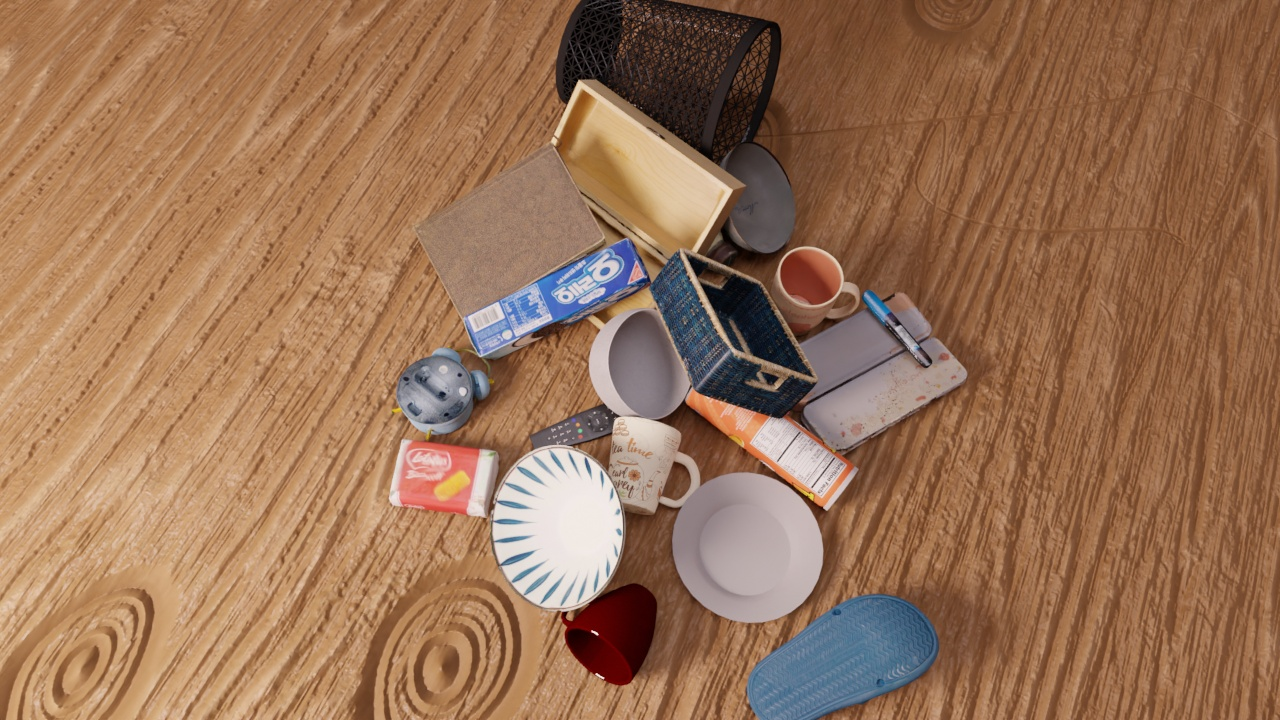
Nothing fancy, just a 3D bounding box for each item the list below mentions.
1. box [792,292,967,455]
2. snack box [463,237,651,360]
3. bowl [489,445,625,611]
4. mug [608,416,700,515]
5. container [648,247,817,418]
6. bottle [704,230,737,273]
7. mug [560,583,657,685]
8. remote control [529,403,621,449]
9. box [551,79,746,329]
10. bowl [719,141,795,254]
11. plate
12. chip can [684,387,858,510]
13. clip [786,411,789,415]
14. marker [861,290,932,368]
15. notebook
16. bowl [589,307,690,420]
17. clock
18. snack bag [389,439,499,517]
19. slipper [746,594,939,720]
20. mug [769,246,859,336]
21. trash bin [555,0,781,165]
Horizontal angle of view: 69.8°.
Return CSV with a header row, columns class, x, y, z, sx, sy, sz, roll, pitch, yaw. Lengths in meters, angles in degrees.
class,x,y,z,sx,sy,sz,roll,pitch,yaw
box,0.285,0.016,1.152,0.216,0.043,0.148,-26,73,-15
snack box,-0.100,-0.072,1.112,0.226,0.059,0.059,-26,82,6
bowl,-0.076,0.183,1.015,0.178,0.070,0.177,-4,82,30
mug,0.016,0.131,1.071,0.122,0.081,0.097,22,70,-23
container,0.104,-0.031,1.071,0.145,0.071,0.187,18,35,-35
bottle,0.058,-0.181,1.216,0.056,0.057,0.162,-40,73,-19
mug,-0.032,0.282,0.992,0.114,0.087,0.088,13,42,32
remote control,-0.072,0.082,1.111,0.124,0.010,0.039,-19,68,-12
box,-0.037,-0.188,1.173,0.247,0.096,0.261,39,98,14
bowl,0.139,-0.210,1.218,0.150,0.057,0.150,9,77,-42
plate,0.122,0.215,1.057,0.173,0.019,0.172,1,65,-3
chip can,0.154,0.089,1.093,0.210,0.062,0.062,37,68,13
clip,0.157,0.053,1.136,0.058,0.035,0.022,38,64,8
marker,0.322,-0.039,1.153,0.018,0.015,0.123,-34,74,-15
notebook,-0.171,-0.177,1.149,0.215,0.034,0.190,-28,84,8
bowl,-0.007,0.006,1.103,0.131,0.064,0.131,5,83,-39
clock,-0.234,0.034,1.101,0.089,0.052,0.124,36,67,14
snack bag,-0.227,0.136,1.062,0.116,0.036,0.076,8,65,0
slipper,0.215,0.325,0.992,0.214,0.059,0.103,-26,60,0
mug,0.217,-0.078,1.152,0.111,0.104,0.085,7,65,-2
trash bin,0.032,-0.382,1.234,0.243,0.217,0.216,25,66,15
